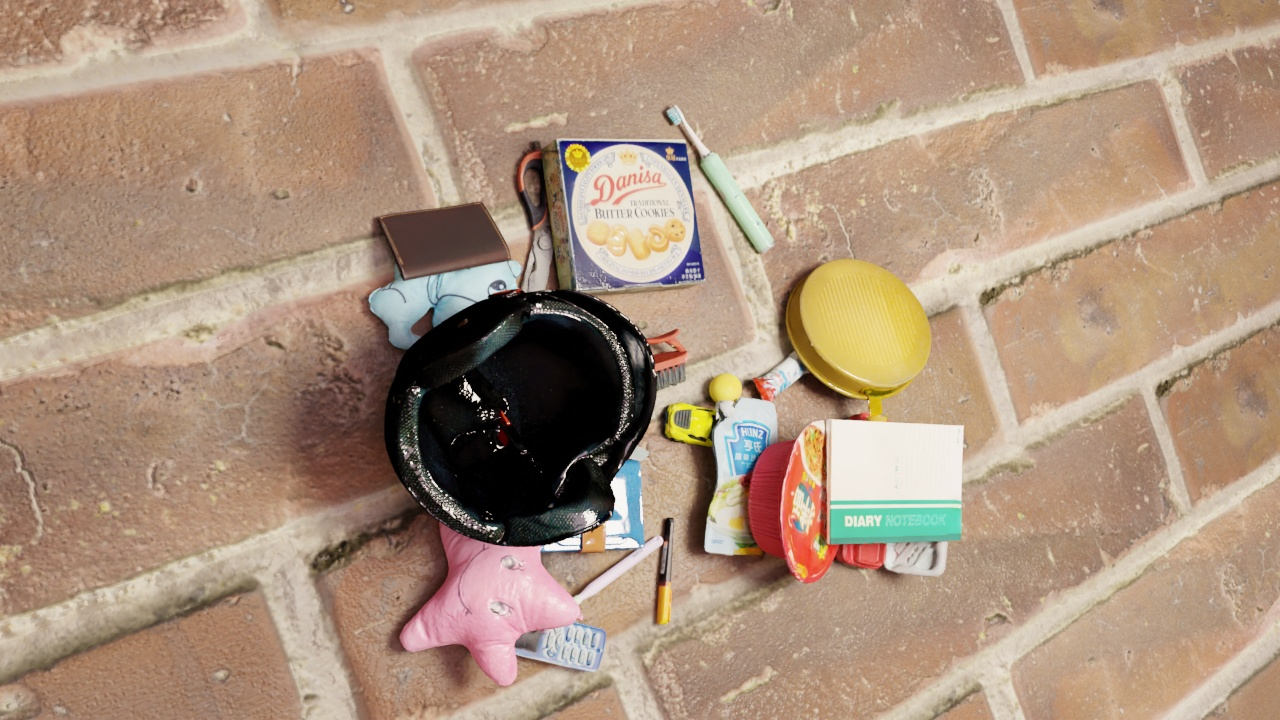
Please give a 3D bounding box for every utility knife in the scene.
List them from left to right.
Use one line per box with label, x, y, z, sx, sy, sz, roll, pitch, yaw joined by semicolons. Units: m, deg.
utility knife;-0.067;0.079;1.063;0.179;0.013;0.029;25;73;-20

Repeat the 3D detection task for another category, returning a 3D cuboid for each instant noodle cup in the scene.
instant noodle cup;0.187;0.168;1.112;0.193;0.066;0.194;-3;94;-55

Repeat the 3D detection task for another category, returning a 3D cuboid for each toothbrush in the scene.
toothbrush;-0.043;0.247;1.032;0.188;0.021;0.029;-29;55;-36
toothbrush;0.105;-0.236;1.190;0.027;0.026;0.224;-35;98;-4

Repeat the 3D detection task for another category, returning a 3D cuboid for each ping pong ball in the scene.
ping pong ball;0.105;0.036;1.138;0.040;0.040;0.040;4;80;-25

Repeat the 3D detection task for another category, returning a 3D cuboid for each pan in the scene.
pan;0.295;0.035;1.189;0.197;0.078;0.356;-1;64;-18

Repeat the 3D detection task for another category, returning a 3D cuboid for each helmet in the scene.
helmet;-0.125;0.048;0.921;0.274;0.230;0.233;-31;109;-26

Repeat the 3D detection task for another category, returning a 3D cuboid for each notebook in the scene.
notebook;0.318;0.151;1.138;0.208;0.012;0.150;4;85;-25

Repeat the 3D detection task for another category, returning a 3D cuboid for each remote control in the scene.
remote control;-0.100;0.304;1.004;0.125;0.024;0.049;20;73;-17

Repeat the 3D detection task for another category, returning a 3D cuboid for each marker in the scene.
marker;0.031;0.247;1.080;0.015;0.018;0.123;10;77;-23

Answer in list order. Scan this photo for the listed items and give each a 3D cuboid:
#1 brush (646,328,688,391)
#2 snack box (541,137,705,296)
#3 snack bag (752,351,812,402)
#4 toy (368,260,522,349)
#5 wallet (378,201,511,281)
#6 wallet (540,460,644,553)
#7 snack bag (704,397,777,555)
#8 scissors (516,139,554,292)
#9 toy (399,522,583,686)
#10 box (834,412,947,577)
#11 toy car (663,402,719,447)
brush;-0.006;0.006;1.077;0.145;0.063;0.069;-16;102;-28
snack box;-0.019;-0.173;1.099;0.177;0.046;0.182;-7;89;-30
snack bag;0.185;0.020;1.187;0.104;0.026;0.048;-30;104;-27
toy;-0.200;-0.064;1.003;0.156;0.050;0.161;35;67;-9
wallet;-0.214;-0.134;1.002;0.122;0.020;0.096;-13;54;-26
wallet;-0.060;0.165;1.041;0.133;0.040;0.106;4;76;-24
snack bag;0.124;0.140;1.117;0.110;0.039;0.191;9;83;-31
scissors;-0.123;-0.156;1.075;0.206;0.015;0.192;-39;100;-26
toy;-0.142;0.232;0.957;0.178;0.075;0.194;16;70;3
box;0.332;0.176;1.209;0.154;0.074;0.201;9;76;-1
toy car;0.079;0.080;1.123;0.105;0.032;0.048;13;76;-25
